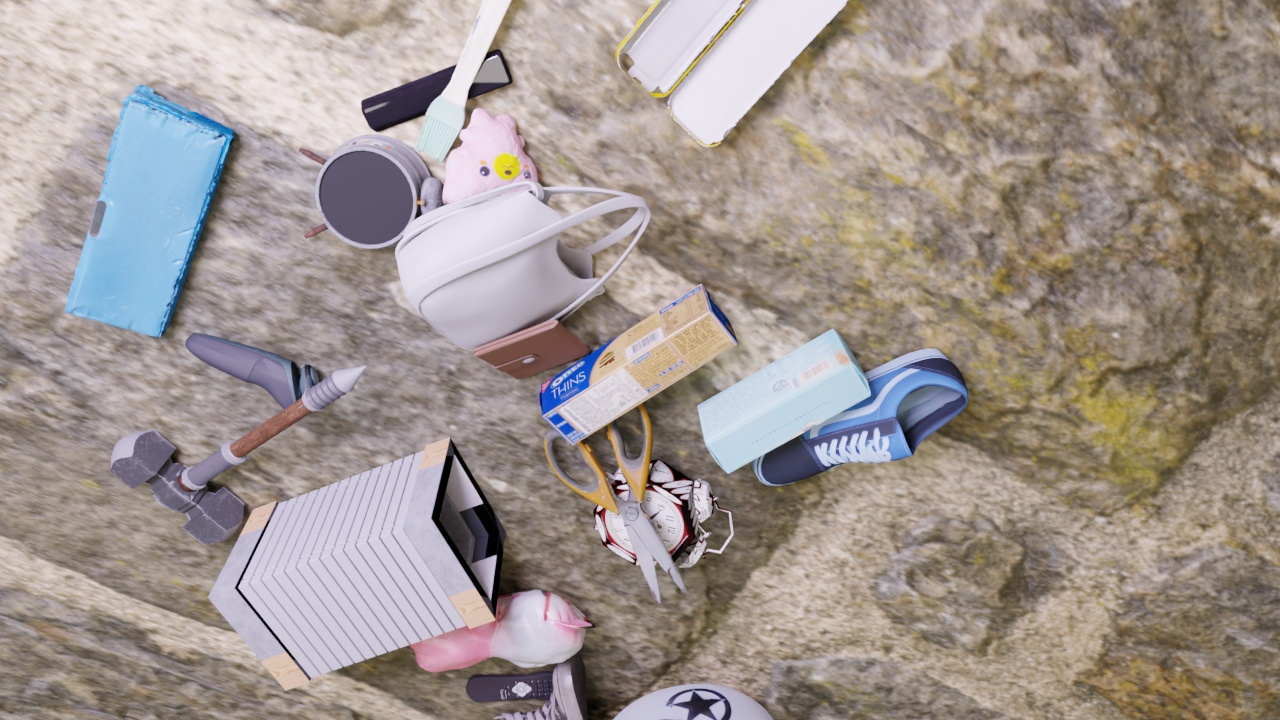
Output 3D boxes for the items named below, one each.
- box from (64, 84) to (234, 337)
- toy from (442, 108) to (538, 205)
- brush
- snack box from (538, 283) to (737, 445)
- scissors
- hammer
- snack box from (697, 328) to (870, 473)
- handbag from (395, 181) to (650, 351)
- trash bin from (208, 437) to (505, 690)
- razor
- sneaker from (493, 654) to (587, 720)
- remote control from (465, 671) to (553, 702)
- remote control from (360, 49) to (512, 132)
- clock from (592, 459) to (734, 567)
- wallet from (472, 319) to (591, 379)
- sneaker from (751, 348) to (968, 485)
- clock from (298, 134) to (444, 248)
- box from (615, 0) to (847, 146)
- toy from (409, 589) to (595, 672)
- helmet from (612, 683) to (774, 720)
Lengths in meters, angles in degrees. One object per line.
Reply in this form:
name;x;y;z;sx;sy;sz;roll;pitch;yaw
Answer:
box;-0.455;-0.127;0.845;0.093;0.048;0.232;25;114;-17
toy;-0.132;-0.177;0.829;0.102;0.050;0.093;-1;100;-44
brush;-0.140;-0.271;0.787;0.033;0.012;0.218;25;113;-15
snack box;-0.006;0.005;0.932;0.207;0.057;0.056;-32;125;15
scissors;-0.006;0.138;0.962;0.162;0.016;0.225;-43;73;9
hammer;-0.387;0.077;0.927;0.323;0.043;0.156;-29;117;25
snack box;0.146;0.042;0.953;0.175;0.074;0.053;-30;117;12
handbag;-0.093;-0.096;0.846;0.223;0.095;0.216;-24;157;4
trash bin;-0.293;0.217;0.985;0.247;0.142;0.142;-20;117;8
razor;-0.388;0.011;0.928;0.143;0.047;0.052;24;90;-12
sneaker;-0.124;0.448;1.136;0.120;0.095;0.235;1;136;-8
remote control;-0.162;0.420;1.178;0.124;0.009;0.046;-2;118;-2
remote control;-0.182;-0.238;0.817;0.136;0.015;0.032;-18;118;7
clock;0.029;0.169;1.019;0.155;0.064;0.115;13;117;7
wallet;-0.103;-0.008;0.902;0.087;0.121;0.013;-20;75;8
sneaker;0.227;0.074;0.961;0.241;0.098;0.083;-30;116;13
clock;-0.230;-0.151;0.839;0.148;0.056;0.104;4;109;0
box;0.086;-0.299;0.790;0.129;0.038;0.210;40;109;-12
toy;-0.159;0.313;1.063;0.213;0.084;0.142;-3;155;-6
helmet;0.052;0.498;1.143;0.264;0.163;0.237;-8;122;-1
